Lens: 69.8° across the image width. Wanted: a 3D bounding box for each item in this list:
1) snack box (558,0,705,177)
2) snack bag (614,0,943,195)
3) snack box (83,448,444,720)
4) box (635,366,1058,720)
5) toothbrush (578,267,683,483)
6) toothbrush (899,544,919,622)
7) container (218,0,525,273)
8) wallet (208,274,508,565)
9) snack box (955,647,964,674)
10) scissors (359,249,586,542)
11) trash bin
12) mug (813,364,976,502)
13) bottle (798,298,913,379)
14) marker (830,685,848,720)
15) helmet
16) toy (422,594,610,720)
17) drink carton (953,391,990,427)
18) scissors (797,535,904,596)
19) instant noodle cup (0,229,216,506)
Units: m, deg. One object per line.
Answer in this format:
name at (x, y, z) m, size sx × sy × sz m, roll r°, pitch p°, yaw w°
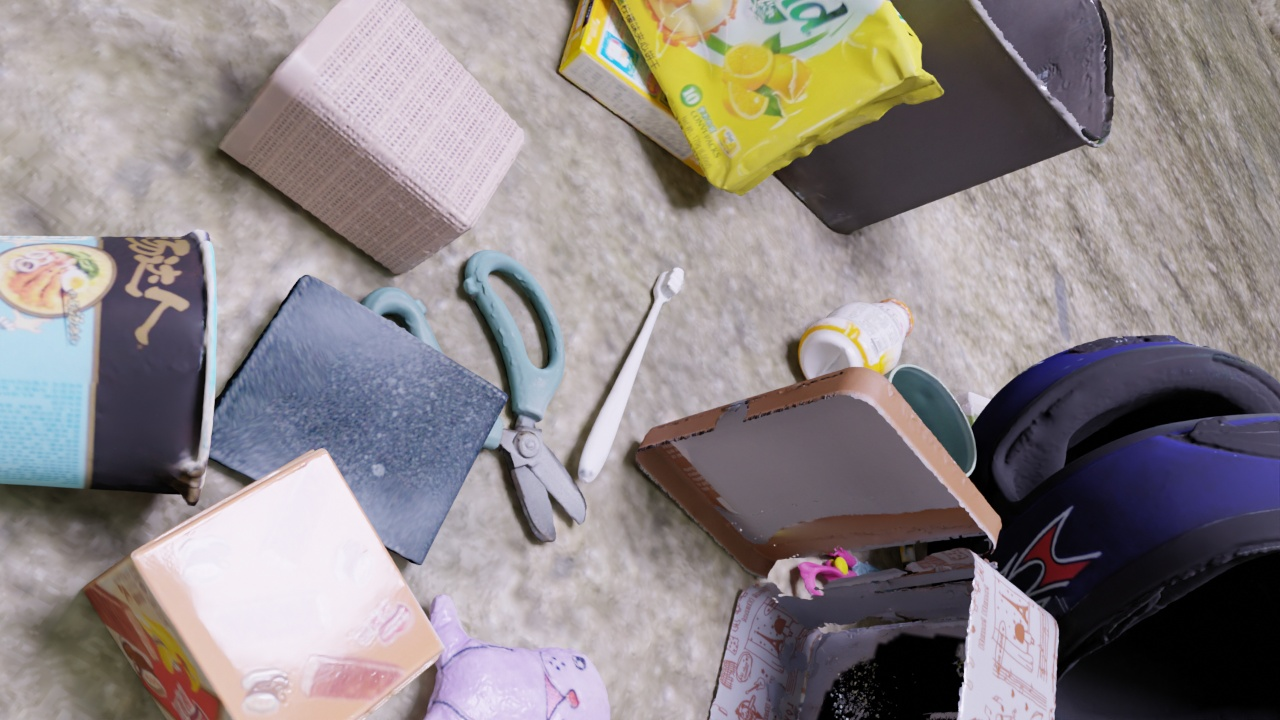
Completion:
snack box at (0.012, -0.207, 0.664) m, size 0.140 × 0.034 × 0.086 m, roll 28°, pitch 56°, yaw -27°
snack bag at (0.071, -0.244, 0.606) m, size 0.246 × 0.158 × 0.068 m, roll 62°, pitch 32°, yaw -2°
snack box at (-0.149, 0.101, 0.360) m, size 0.076 × 0.093 × 0.094 m, roll -34°, pitch 96°, yaw -43°
box at (0.092, 0.146, 0.488) m, size 0.217 × 0.181 × 0.157 m, roll 47°, pitch 51°, yaw -19°
toothbrush at (-0.003, 0.003, 0.567) m, size 0.016 × 0.016 × 0.179 m, roll 42°, pitch 47°, yaw -21°
toothbrush at (0.202, 0.138, 0.691) m, size 0.017 × 0.012 × 0.185 m, roll 30°, pitch 51°, yaw -44°
container at (-0.131, -0.114, 0.469) m, size 0.111 × 0.090 × 0.089 m, roll 41°, pitch 51°, yaw -25°
wallet at (-0.134, 0.028, 0.440) m, size 0.121 × 0.019 × 0.097 m, roll 34°, pitch 67°, yaw -21°
snack box at (0.232, 0.271, 0.659) m, size 0.086 × 0.026 × 0.156 m, roll 42°, pitch 50°, yaw -21°
scissors at (-0.089, 0.025, 0.495) m, size 0.161 × 0.019 × 0.179 m, roll -7°, pitch 79°, yaw -42°
trash bin at (0.215, -0.227, 0.716) m, size 0.198 × 0.220 × 0.198 m, roll 38°, pitch 52°, yaw -22°
mug at (0.161, 0.055, 0.627) m, size 0.082 × 0.107 × 0.111 m, roll 42°, pitch 42°, yaw -7°
bottle at (0.168, -0.014, 0.696) m, size 0.108 × 0.063 × 0.063 m, roll -29°, pitch 92°, yaw -43°
marker at (0.130, 0.265, 0.579) m, size 0.018 × 0.023 × 0.130 m, roll -5°, pitch 75°, yaw -11°
helmet at (0.323, 0.102, 0.594) m, size 0.247 × 0.316 × 0.239 m, roll -1°, pitch 46°, yaw 0°
toy at (-0.060, 0.164, 0.447) m, size 0.108 × 0.039 × 0.083 m, roll 22°, pitch 48°, yaw -31°
drink carton at (0.296, 0.066, 0.779) m, size 0.122 × 0.054 × 0.045 m, roll 17°, pitch 63°, yaw -34°
scissors at (0.155, 0.144, 0.657) m, size 0.137 × 0.017 × 0.072 m, roll 17°, pitch 54°, yaw -39°
instant noodle cup at (-0.226, 0.001, 0.333) m, size 0.120 × 0.111 × 0.111 m, roll 3°, pitch 71°, yaw -32°
